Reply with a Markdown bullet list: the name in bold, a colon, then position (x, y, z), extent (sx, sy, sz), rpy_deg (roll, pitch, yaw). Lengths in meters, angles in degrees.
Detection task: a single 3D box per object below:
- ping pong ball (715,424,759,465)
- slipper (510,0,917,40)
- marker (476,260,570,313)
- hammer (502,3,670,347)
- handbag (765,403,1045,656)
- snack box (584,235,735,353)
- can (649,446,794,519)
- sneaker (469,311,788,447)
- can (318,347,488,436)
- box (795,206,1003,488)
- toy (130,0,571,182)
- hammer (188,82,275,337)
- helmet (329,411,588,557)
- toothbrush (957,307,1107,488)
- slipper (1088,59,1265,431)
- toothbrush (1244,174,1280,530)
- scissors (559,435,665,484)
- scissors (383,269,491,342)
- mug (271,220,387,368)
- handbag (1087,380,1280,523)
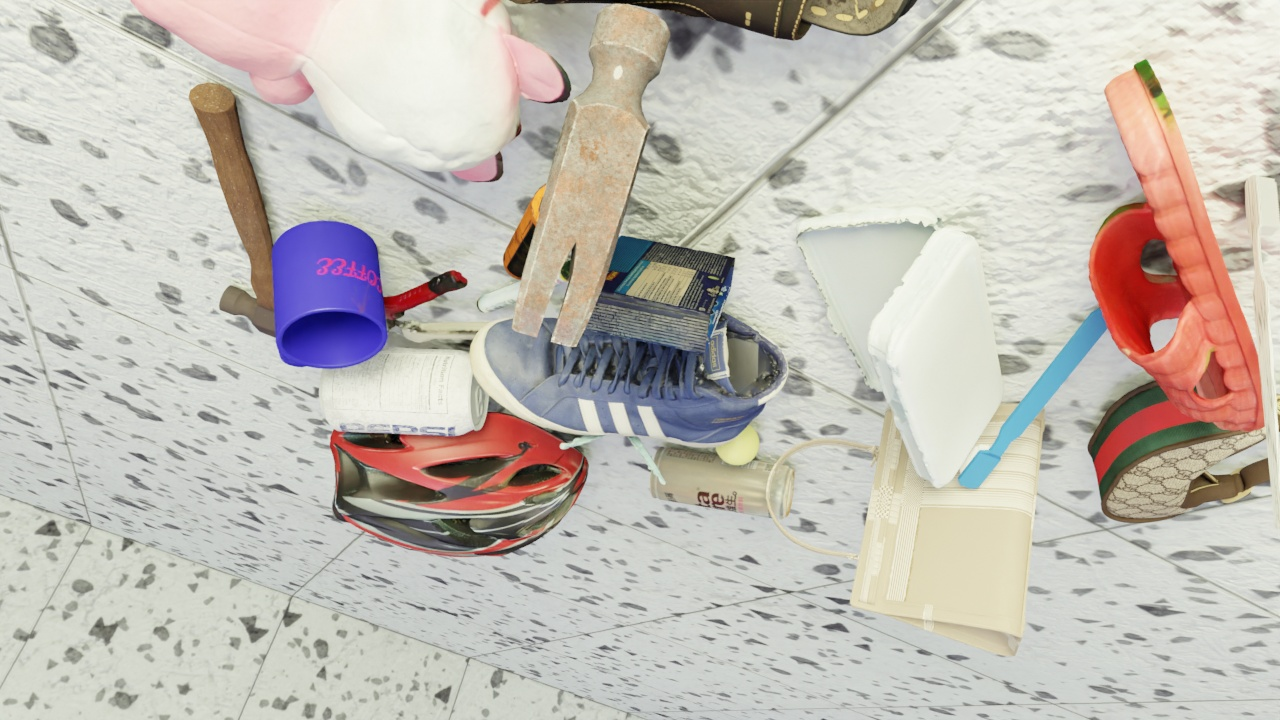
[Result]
- **ping pong ball**: position (0.088, 0.075, 0.832), extent (0.040, 0.040, 0.040), rpy_deg (13, 152, 7)
- **slipper**: position (-0.010, -0.191, 0.364), extent (0.268, 0.075, 0.113), rpy_deg (19, 153, -5)
- **marker**: position (-0.080, -0.059, 0.703), extent (0.147, 0.017, 0.017), rpy_deg (-15, 139, 44)
- **hammer**: position (-0.053, -0.069, 0.517), extent (0.035, 0.137, 0.315), rpy_deg (16, 174, -12)
- **handbag**: position (0.194, 0.112, 0.704), extent (0.198, 0.175, 0.062), rpy_deg (8, 151, 21)
- **snack box**: position (0.010, -0.045, 0.564), extent (0.082, 0.150, 0.027), rpy_deg (11, 110, 8)
- **can**: position (0.081, 0.120, 0.904), extent (0.136, 0.054, 0.054), rpy_deg (7, 151, 17)
- **sneaker**: position (-0.003, 0.005, 0.687), extent (0.233, 0.091, 0.119), rpy_deg (17, 155, -16)
- **can**: position (-0.212, 0.028, 0.829), extent (0.136, 0.078, 0.078), rpy_deg (2, 151, 5)
- **box**: position (0.164, -0.016, 0.612), extent (0.125, 0.106, 0.215), rpy_deg (33, 166, 37)
- **toy**: position (-0.149, -0.166, 0.472), extent (0.213, 0.084, 0.142), rpy_deg (28, 142, -21)
- **hammer**: position (-0.308, -0.100, 0.738), extent (0.115, 0.033, 0.324), rpy_deg (19, 151, -2)
- **helmet**: position (-0.188, 0.120, 0.961), extent (0.271, 0.166, 0.218), rpy_deg (11, 161, -18)
- **toothbrush**: position (0.264, 0.027, 0.620), extent (0.016, 0.014, 0.167), rpy_deg (19, 126, -6)
- **slipper**: position (0.264, -0.038, 0.469), extent (0.059, 0.103, 0.249), rpy_deg (-20, 135, 28)
- **toothbrush**: position (0.291, -0.009, 0.421), extent (0.010, 0.181, 0.010), rpy_deg (10, 157, 5)
- **scissors**: position (-0.010, 0.053, 0.775), extent (0.167, 0.171, 0.023), rpy_deg (12, 114, -35)
- **scissors**: position (-0.186, -0.035, 0.756), extent (0.179, 0.015, 0.188), rpy_deg (15, 152, -10)
- **mug**: position (-0.250, -0.042, 0.713), extent (0.079, 0.083, 0.111), rpy_deg (17, 137, -43)
- **handbag**: position (0.397, 0.068, 0.642), extent (0.138, 0.063, 0.167), rpy_deg (0, 149, 10)
